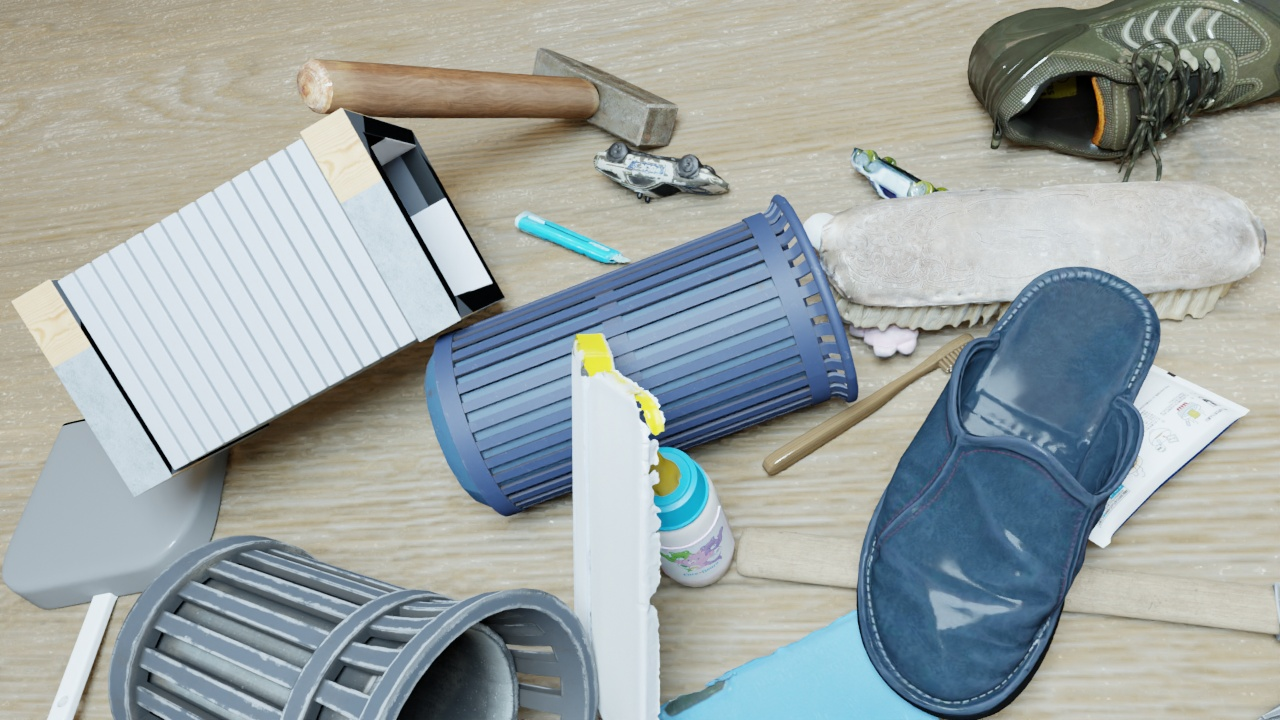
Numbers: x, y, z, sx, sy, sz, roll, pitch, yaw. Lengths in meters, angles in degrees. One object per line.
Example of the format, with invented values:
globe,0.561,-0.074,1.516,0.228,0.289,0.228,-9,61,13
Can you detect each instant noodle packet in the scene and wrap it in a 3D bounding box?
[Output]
instant noodle packet,0.274,0.045,0.539,0.134,0.026,0.087,-34,44,-18

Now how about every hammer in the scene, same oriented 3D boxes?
hammer,-0.124,-0.209,0.712,0.158,0.037,0.300,34,31,31
hammer,0.218,0.124,0.519,0.332,0.031,0.119,4,60,17

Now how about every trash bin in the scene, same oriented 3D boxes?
trash bin,-0.164,0.183,0.497,0.228,0.164,0.164,5,59,34
trash bin,-0.248,-0.042,0.635,0.247,0.142,0.142,-28,97,7
trash bin,-0.004,0.003,0.595,0.249,0.139,0.139,-20,55,5

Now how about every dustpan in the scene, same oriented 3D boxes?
dustpan,-0.399,0.141,0.689,0.163,0.033,0.257,-12,47,8

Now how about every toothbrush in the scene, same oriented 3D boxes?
toothbrush,0.153,0.030,0.605,0.166,0.016,0.016,-31,55,-5

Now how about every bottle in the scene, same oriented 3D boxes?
bottle,0.021,0.086,0.527,0.051,0.146,0.051,-7,57,11

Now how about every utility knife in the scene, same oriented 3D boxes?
utility knife,-0.055,-0.098,0.747,0.117,0.016,0.022,24,38,26

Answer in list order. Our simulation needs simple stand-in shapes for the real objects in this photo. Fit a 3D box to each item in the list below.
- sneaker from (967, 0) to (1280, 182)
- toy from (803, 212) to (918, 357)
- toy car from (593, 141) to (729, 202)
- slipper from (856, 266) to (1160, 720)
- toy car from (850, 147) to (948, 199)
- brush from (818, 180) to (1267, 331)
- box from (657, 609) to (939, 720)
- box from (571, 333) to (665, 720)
sneaker,0.350,-0.188,0.625,0.238,0.101,0.142,-2,48,20
toy,0.163,-0.054,0.642,0.076,0.037,0.125,-15,62,1
toy car,0.016,-0.147,0.740,0.113,0.048,0.040,15,95,24
slipper,0.193,0.055,0.482,0.109,0.083,0.265,25,79,26
toy car,0.192,-0.132,0.684,0.090,0.038,0.027,42,118,34
brush,0.250,-0.068,0.587,0.271,0.057,0.083,-4,67,3
box,0.063,0.255,0.482,0.231,0.033,0.174,-27,58,-1
box,-0.015,0.097,0.491,0.034,0.210,0.129,-6,21,-18
